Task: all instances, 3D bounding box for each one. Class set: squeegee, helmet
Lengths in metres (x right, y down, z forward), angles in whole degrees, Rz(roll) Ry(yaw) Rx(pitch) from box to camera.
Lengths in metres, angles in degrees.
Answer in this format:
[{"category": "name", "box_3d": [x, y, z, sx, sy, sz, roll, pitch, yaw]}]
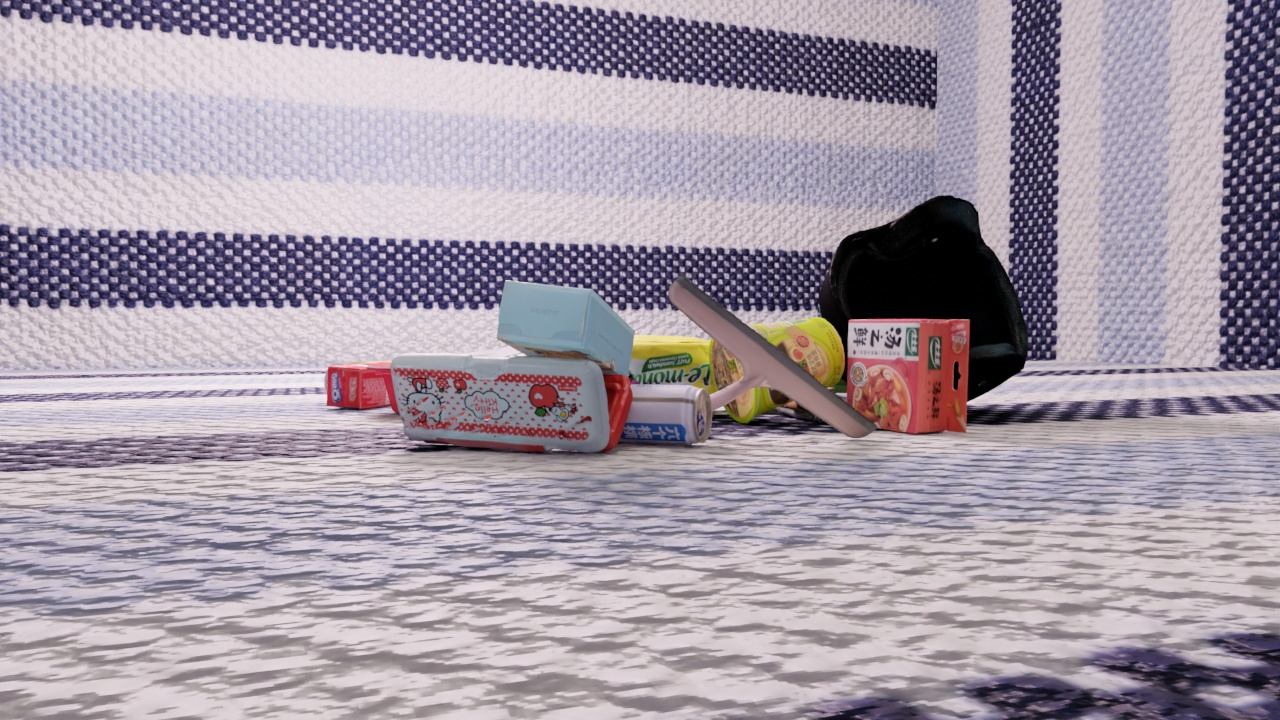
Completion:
[{"category": "squeegee", "box_3d": [0.054, 0.039, 0.897, 0.247, 0.040, 0.250, 35, -30, -21]}, {"category": "helmet", "box_3d": [0.330, -0.048, 1.116, 0.274, 0.233, 0.231, 4, -30, -16]}]

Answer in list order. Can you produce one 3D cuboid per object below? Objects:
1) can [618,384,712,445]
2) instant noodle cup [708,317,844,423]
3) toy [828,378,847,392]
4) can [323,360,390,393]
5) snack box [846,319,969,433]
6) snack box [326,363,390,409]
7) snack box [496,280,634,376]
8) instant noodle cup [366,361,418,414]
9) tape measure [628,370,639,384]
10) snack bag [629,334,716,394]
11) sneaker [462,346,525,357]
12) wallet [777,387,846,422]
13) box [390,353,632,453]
[{"category": "can", "box_3d": [-0.006, 0.048, 0.832, 0.135, 0.053, 0.053, 0, 2, 21]}, {"category": "instant noodle cup", "box_3d": [0.155, 0.001, 1.018, 0.123, 0.112, 0.112, -14, 6, -19]}, {"category": "toy", "box_3d": [0.254, 0.016, 1.293, 0.247, 0.090, 0.227, 4, -7, 16]}, {"category": "can", "box_3d": [-0.407, 0.030, 1.362, 0.059, 0.058, 0.116, 1, 2, 29]}, {"category": "snack box", "box_3d": [0.268, 0.014, 0.932, 0.044, 0.113, 0.127, 0, 1, -29]}, {"category": "snack box", "box_3d": [-0.357, 0.033, 1.299, 0.057, 0.058, 0.207, 3, 3, 19]}, {"category": "snack box", "box_3d": [-0.060, -0.022, 0.799, 0.074, 0.051, 0.175, 6, -9, 13]}, {"category": "instant noodle cup", "box_3d": [-0.244, 0.033, 1.157, 0.194, 0.066, 0.194, -1, 1, 0]}, {"category": "tape measure", "box_3d": [-0.021, 0.044, 0.898, 0.039, 0.057, 0.057, -5, -44, 18]}, {"category": "snack bag", "box_3d": [-0.007, 0.006, 1.110, 0.246, 0.068, 0.158, 0, 8, -15]}, {"category": "sneaker", "box_3d": [-0.189, 0.029, 1.323, 0.242, 0.090, 0.089, -18, -30, 5]}, {"category": "wallet", "box_3d": [0.222, 0.049, 1.062, 0.106, 0.037, 0.130, 0, 1, -18]}, {"category": "box", "box_3d": [-0.116, 0.027, 0.784, 0.202, 0.095, 0.098, 1, -42, 21]}]
